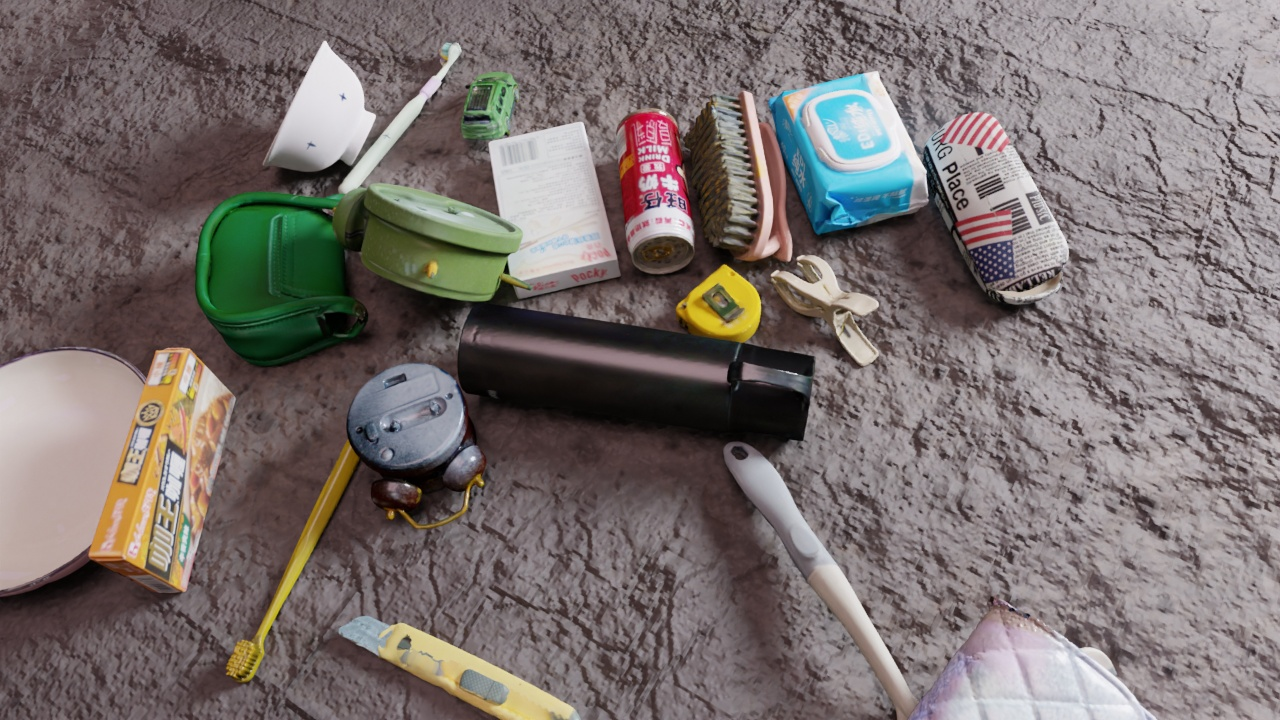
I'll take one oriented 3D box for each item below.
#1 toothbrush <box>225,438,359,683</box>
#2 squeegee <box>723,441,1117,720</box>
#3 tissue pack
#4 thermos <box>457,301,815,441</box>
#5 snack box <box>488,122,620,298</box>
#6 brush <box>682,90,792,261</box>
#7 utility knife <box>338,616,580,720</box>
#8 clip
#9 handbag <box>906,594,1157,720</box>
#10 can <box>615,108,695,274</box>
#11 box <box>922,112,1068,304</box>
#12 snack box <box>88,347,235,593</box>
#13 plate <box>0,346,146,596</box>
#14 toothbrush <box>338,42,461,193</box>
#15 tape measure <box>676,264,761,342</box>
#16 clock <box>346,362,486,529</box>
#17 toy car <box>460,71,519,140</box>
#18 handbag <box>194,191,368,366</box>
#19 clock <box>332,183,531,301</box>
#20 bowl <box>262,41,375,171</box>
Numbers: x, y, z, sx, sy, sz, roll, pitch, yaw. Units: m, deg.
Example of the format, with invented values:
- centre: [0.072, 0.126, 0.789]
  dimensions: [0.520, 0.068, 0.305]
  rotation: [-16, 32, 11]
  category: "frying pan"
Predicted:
- centre: [-0.230, 0.125, 0.627]
  dimensions: [0.016, 0.017, 0.189]
  rotation: [13, 62, 12]
  category: "toothbrush"
- centre: [0.118, 0.141, 0.569]
  dimensions: [0.246, 0.039, 0.246]
  rotation: [-26, 60, -10]
  category: "squeegee"
- centre: [0.164, -0.168, 0.733]
  dimensions: [0.090, 0.063, 0.140]
  rotation: [-13, 59, -2]
  category: "tissue pack"
- centre: [-0.004, 0.004, 0.633]
  dimensions: [0.243, 0.090, 0.068]
  rotation: [8, 73, 11]
  category: "thermos"
- centre: [-0.073, -0.127, 0.754]
  dimensions: [0.084, 0.027, 0.156]
  rotation: [-13, 59, -2]
  category: "snack box"
- centre: [0.083, -0.141, 0.730]
  dimensions: [0.073, 0.063, 0.145]
  rotation: [8, 57, -25]
  category: "brush"
- centre: [-0.112, 0.200, 0.576]
  dimensions: [0.178, 0.019, 0.030]
  rotation: [17, 57, 20]
  category: "utility knife"
- centre: [0.137, -0.045, 0.675]
  dimensions: [0.034, 0.060, 0.097]
  rotation: [-30, 50, -12]
  category: "clip"
- centre: [0.187, 0.239, 0.472]
  dimensions: [0.134, 0.076, 0.193]
  rotation: [39, 72, 14]
  category: "handbag"
- centre: [0.011, -0.136, 0.736]
  dimensions: [0.053, 0.053, 0.132]
  rotation: [-7, 59, 2]
  category: "can"
- centre: [0.261, -0.120, 0.688]
  dimensions: [0.075, 0.077, 0.163]
  rotation: [-14, 62, 4]
  category: "box"
- centre: [-0.324, 0.075, 0.633]
  dimensions: [0.026, 0.075, 0.153]
  rotation: [-2, 59, 5]
  category: "snack box"
- centre: [-0.433, 0.081, 0.662]
  dimensions: [0.192, 0.039, 0.192]
  rotation: [-3, 59, 4]
  category: "plate"
- centre: [-0.217, -0.219, 0.830]
  dimensions: [0.020, 0.029, 0.189]
  rotation: [37, 64, -20]
  category: "toothbrush"
- centre: [0.062, -0.039, 0.688]
  dimensions: [0.060, 0.029, 0.057]
  rotation: [-40, 64, -17]
  category: "tape measure"
- centre: [-0.153, 0.059, 0.637]
  dimensions: [0.082, 0.055, 0.122]
  rotation: [-21, 60, -7]
  category: "clock"
- centre: [-0.134, -0.228, 0.811]
  dimensions: [0.043, 0.036, 0.091]
  rotation: [-2, 44, 6]
  category: "toy car"
- centre: [-0.276, -0.070, 0.718]
  dimensions: [0.120, 0.068, 0.131]
  rotation: [-12, 59, -3]
  category: "handbag"
- centre: [-0.162, -0.094, 0.691]
  dimensions: [0.161, 0.116, 0.056]
  rotation: [30, 107, 38]
  category: "clock"
- centre: [-0.269, -0.205, 0.792]
  dimensions: [0.064, 0.119, 0.118]
  rotation: [27, 58, -24]
  category: "bowl"
